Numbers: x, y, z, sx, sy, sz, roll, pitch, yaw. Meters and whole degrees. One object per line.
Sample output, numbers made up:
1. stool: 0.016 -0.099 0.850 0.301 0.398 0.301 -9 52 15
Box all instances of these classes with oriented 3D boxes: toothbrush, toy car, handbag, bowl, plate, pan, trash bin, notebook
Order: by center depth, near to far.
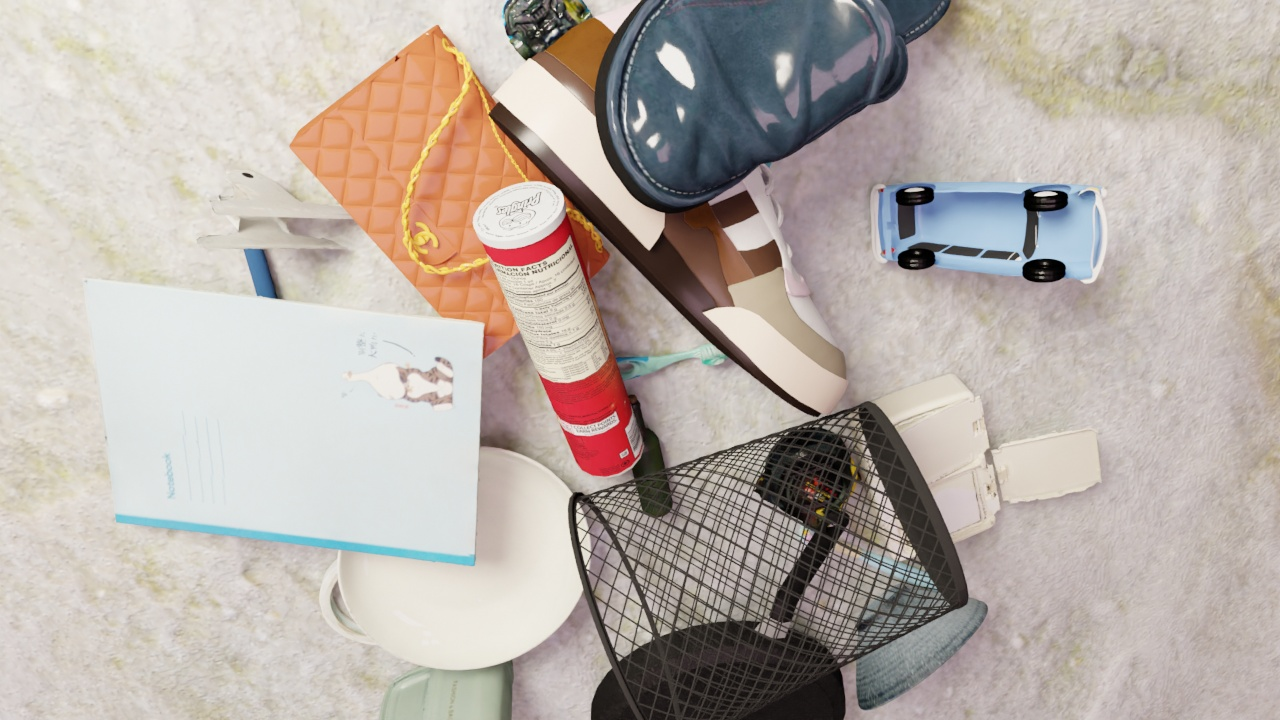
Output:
1. toy car: -0.037 -0.177 0.540 0.048 0.032 0.105 -39 123 11
2. handbag: -0.108 -0.097 0.558 0.109 0.060 0.172 -36 118 5
3. toy car: 0.219 -0.085 0.581 0.054 0.154 0.056 -25 116 -39
4. notebook: -0.230 0.045 0.601 0.253 0.009 0.181 6 113 1
5. toothbrush: -0.236 -0.014 0.602 0.014 0.014 0.168 -13 118 -16
6. trash bin: 0.086 0.134 0.612 0.210 0.184 0.184 -24 119 4
7. toothbrush: -0.004 0.004 0.651 0.135 0.017 0.022 -8 122 -6
8. plate: -0.129 0.143 0.682 0.182 0.034 0.182 -4 109 -12
9. handbag: -0.151 0.292 0.721 0.106 0.121 0.067 -25 117 7
10. pan: 0.092 0.261 0.771 0.225 0.034 0.357 14 122 -16
11. bowl: 0.219 0.227 0.774 0.137 0.137 0.057 -43 77 13
12. toothbrush: 0.198 0.169 0.775 0.155 0.016 0.022 24 70 -20

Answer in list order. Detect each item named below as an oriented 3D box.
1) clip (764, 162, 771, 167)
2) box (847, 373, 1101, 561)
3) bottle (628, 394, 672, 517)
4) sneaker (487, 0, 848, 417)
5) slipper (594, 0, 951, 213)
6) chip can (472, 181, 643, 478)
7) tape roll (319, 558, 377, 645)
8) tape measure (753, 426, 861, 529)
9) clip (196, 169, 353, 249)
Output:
1. clip: 0.088 -0.145 0.583 0.130 0.030 0.120 -26 114 6
2. box: 0.265 0.075 0.720 0.184 0.044 0.143 -22 119 2
3. bottle: 0.004 0.071 0.683 0.025 0.025 0.106 -14 119 -2
4. sneaker: 0.051 -0.087 0.550 0.116 0.111 0.294 -46 116 1
5. slipper: 0.093 -0.174 0.473 0.265 0.084 0.109 -37 113 -21
6. chip can: -0.044 -0.009 0.574 0.052 0.051 0.215 -18 135 -1
7. tape roll: -0.201 0.183 0.713 0.093 0.013 0.093 -4 118 -7
8. tape measure: 0.130 0.088 0.706 0.071 0.042 0.072 31 113 -15
9. clip: -0.218 -0.096 0.539 0.052 0.101 0.059 -42 76 26
